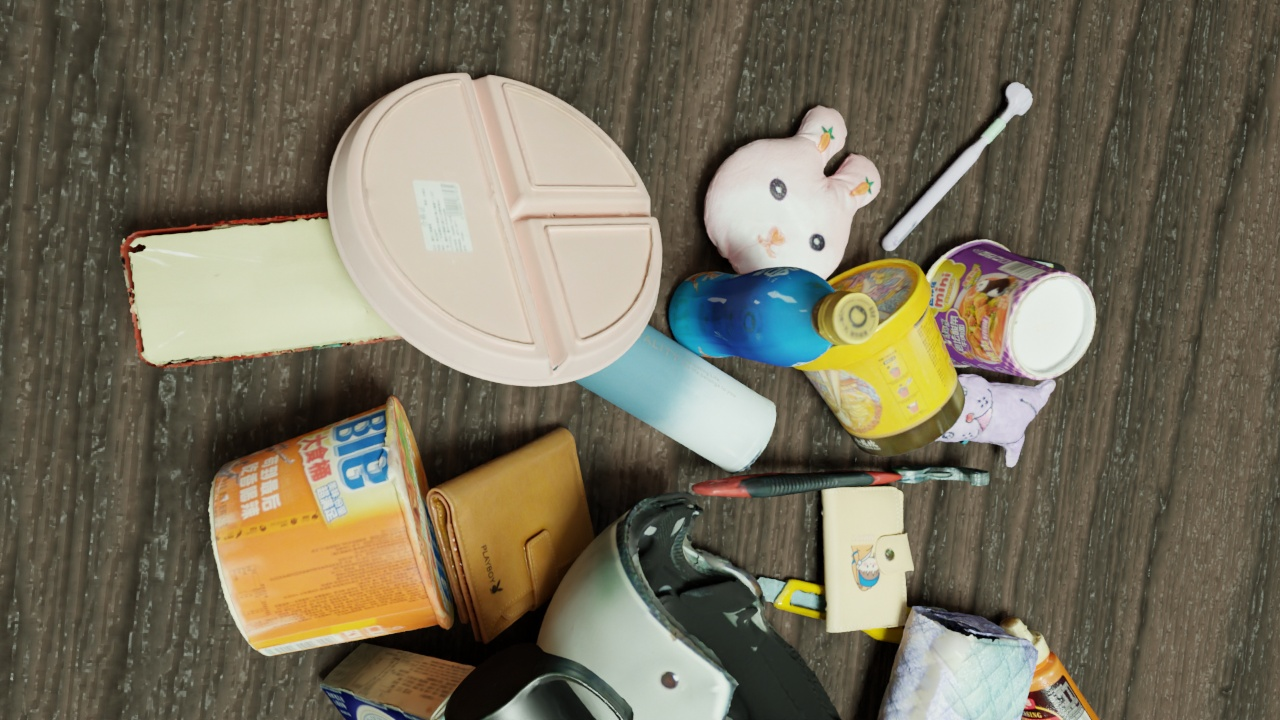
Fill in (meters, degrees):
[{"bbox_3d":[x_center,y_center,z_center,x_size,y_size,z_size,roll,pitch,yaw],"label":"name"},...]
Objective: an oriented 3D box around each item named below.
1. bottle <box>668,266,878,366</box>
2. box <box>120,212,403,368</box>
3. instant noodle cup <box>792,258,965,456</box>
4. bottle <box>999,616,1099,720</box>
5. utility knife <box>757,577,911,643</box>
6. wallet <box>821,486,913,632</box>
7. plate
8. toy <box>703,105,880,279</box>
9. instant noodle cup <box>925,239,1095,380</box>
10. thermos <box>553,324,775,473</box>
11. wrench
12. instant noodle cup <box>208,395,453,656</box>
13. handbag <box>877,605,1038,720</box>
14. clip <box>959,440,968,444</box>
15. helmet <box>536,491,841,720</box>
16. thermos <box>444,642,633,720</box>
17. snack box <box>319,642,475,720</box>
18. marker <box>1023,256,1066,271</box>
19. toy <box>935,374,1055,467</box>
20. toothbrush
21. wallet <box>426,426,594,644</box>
[{"bbox_3d":[0.083,-0.029,0.608,0.065,0.219,0.065,-1,94,-18],"label":"bottle"},{"bbox_3d":[-0.226,-0.044,0.578,0.168,0.076,0.091,-8,95,-18],"label":"box"},{"bbox_3d":[0.183,0.001,0.703,0.118,0.118,0.114,-40,112,-13],"label":"instant noodle cup"},{"bbox_3d":[0.355,0.293,0.807,0.066,0.067,0.149,-29,95,-15],"label":"bottle"},{"bbox_3d":[0.166,0.207,0.758,0.180,0.015,0.033,18,84,-19],"label":"utility knife"},{"bbox_3d":[0.187,0.161,0.751,0.087,0.024,0.115,3,80,-26],"label":"wallet"},{"bbox_3d":[-0.083,-0.094,0.595,0.229,0.028,0.229,13,62,-25],"label":"plate"},{"bbox_3d":[0.120,-0.125,0.706,0.121,0.054,0.159,48,70,-16],"label":"toy"},{"bbox_3d":[0.297,-0.035,0.736,0.111,0.099,0.112,-6,107,-19],"label":"instant noodle cup"},{"bbox_3d":[-0.004,0.004,0.661,0.220,0.070,0.070,32,83,-18],"label":"thermos"},{"bbox_3d":[0.160,0.094,0.716,0.273,0.056,0.016,1,90,-26],"label":"wrench"},{"bbox_3d":[-0.188,0.107,0.569,0.111,0.151,0.151,-15,98,-9],"label":"instant noodle cup"},{"bbox_3d":[0.245,0.305,0.753,0.134,0.076,0.194,18,88,-39],"label":"handbag"},{"bbox_3d":[0.278,0.043,0.788,0.047,0.014,0.057,19,88,-17],"label":"clip"},{"bbox_3d":[0.026,0.236,0.621,0.157,0.229,0.274,-32,117,11],"label":"helmet"},{"bbox_3d":[-0.006,0.261,0.489,0.090,0.068,0.242,-23,106,27],"label":"thermos"},{"bbox_3d":[-0.107,0.268,0.583,0.045,0.178,0.182,-41,106,-36],"label":"snack box"},{"bbox_3d":[0.320,-0.083,0.795,0.124,0.015,0.018,6,92,-22],"label":"marker"},{"bbox_3d":[0.283,0.045,0.762,0.108,0.039,0.084,9,110,-18],"label":"toy"},{"bbox_3d":[0.263,-0.161,0.768,0.189,0.021,0.029,-47,108,-9],"label":"toothbrush"},{"bbox_3d":[-0.082,0.115,0.625,0.131,0.031,0.108,-23,103,-54],"label":"wallet"}]
